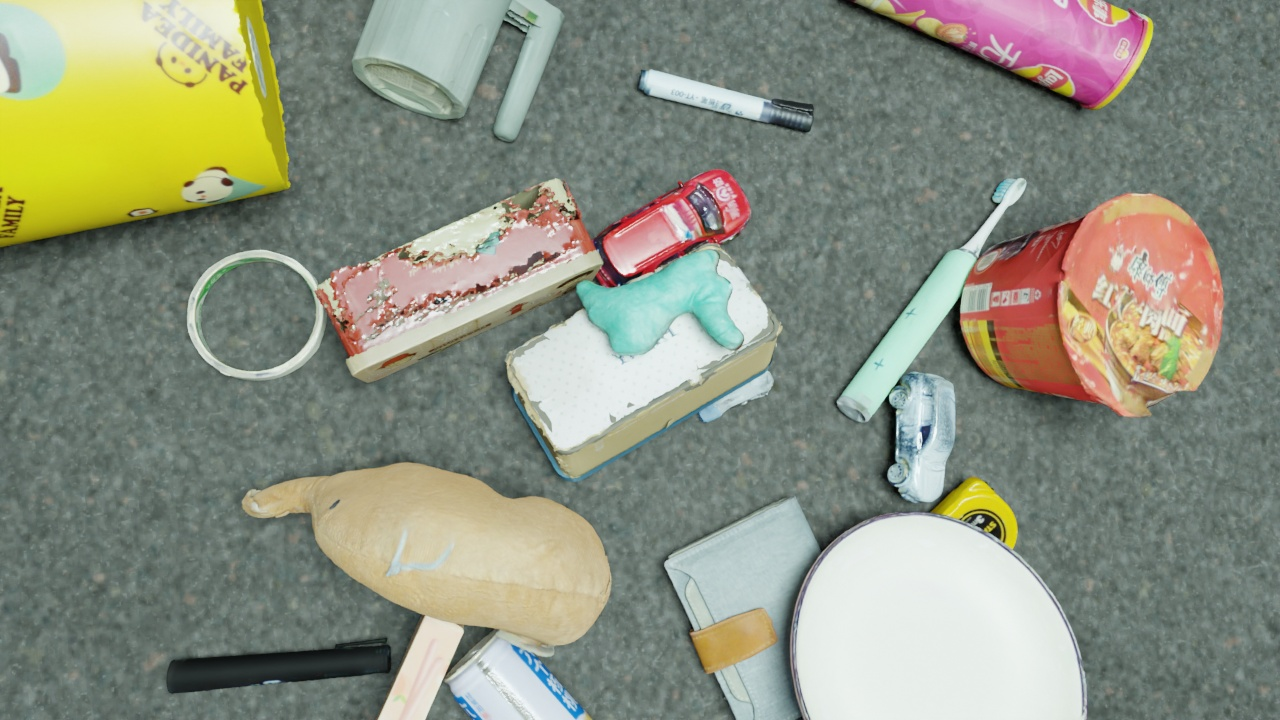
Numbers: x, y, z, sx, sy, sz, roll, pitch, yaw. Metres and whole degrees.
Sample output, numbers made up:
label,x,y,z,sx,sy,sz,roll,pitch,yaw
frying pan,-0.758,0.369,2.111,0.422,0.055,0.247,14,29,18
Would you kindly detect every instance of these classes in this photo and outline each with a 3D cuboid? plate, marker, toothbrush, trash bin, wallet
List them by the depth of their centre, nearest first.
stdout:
label,x,y,z,sx,sy,sz,roll,pitch,yaw
trash bin,-0.348,-0.171,0.514,0.255,0.230,0.229,-10,83,-15
marker,-0.224,0.190,0.571,0.132,0.020,0.022,-3,84,-8
plate,0.181,0.193,0.576,0.192,0.039,0.192,4,64,-9
wallet,0.084,0.170,0.605,0.106,0.037,0.129,-24,85,-11
toothbrush,0.214,-0.048,0.658,0.224,0.027,0.026,-51,127,-11
marker,0.063,-0.189,0.662,0.130,0.023,0.018,13,37,-6

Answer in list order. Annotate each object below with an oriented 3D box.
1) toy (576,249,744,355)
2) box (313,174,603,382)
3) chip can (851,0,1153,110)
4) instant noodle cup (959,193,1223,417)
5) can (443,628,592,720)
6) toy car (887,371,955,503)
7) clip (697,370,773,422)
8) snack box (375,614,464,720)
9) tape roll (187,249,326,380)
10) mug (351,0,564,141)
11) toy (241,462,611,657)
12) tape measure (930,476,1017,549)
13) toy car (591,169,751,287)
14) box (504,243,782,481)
label,x,y,z,sx,sy,sz,roll,pitch,yaw
toy,0.018,-0.033,0.563,0.092,0.030,0.096,-30,60,-8
box,-0.116,-0.057,0.584,0.168,0.091,0.077,-26,89,-10
chip can,0.257,-0.257,0.671,0.210,0.071,0.071,22,80,-3
instant noodle cup,0.292,-0.036,0.613,0.137,0.109,0.138,0,90,-21
can,-0.060,0.231,0.569,0.053,0.053,0.134,-42,89,-11
toy car,0.195,0.053,0.630,0.043,0.034,0.090,13,79,-41
clip,0.064,0.023,0.633,0.057,0.029,0.024,-20,80,-4
snack box,-0.147,0.222,0.544,0.026,0.084,0.157,24,80,-7
tape roll,-0.251,-0.030,0.603,0.085,0.014,0.085,1,82,-7
mug,-0.120,-0.219,0.620,0.124,0.084,0.103,24,79,-29
toy,-0.125,0.103,0.535,0.226,0.143,0.082,18,84,-4
tape measure,0.228,0.115,0.634,0.057,0.029,0.060,44,96,-3
toy car,0.022,-0.089,0.631,0.120,0.045,0.053,-32,88,-13
box,-0.003,0.003,0.598,0.184,0.059,0.089,-28,68,-8
